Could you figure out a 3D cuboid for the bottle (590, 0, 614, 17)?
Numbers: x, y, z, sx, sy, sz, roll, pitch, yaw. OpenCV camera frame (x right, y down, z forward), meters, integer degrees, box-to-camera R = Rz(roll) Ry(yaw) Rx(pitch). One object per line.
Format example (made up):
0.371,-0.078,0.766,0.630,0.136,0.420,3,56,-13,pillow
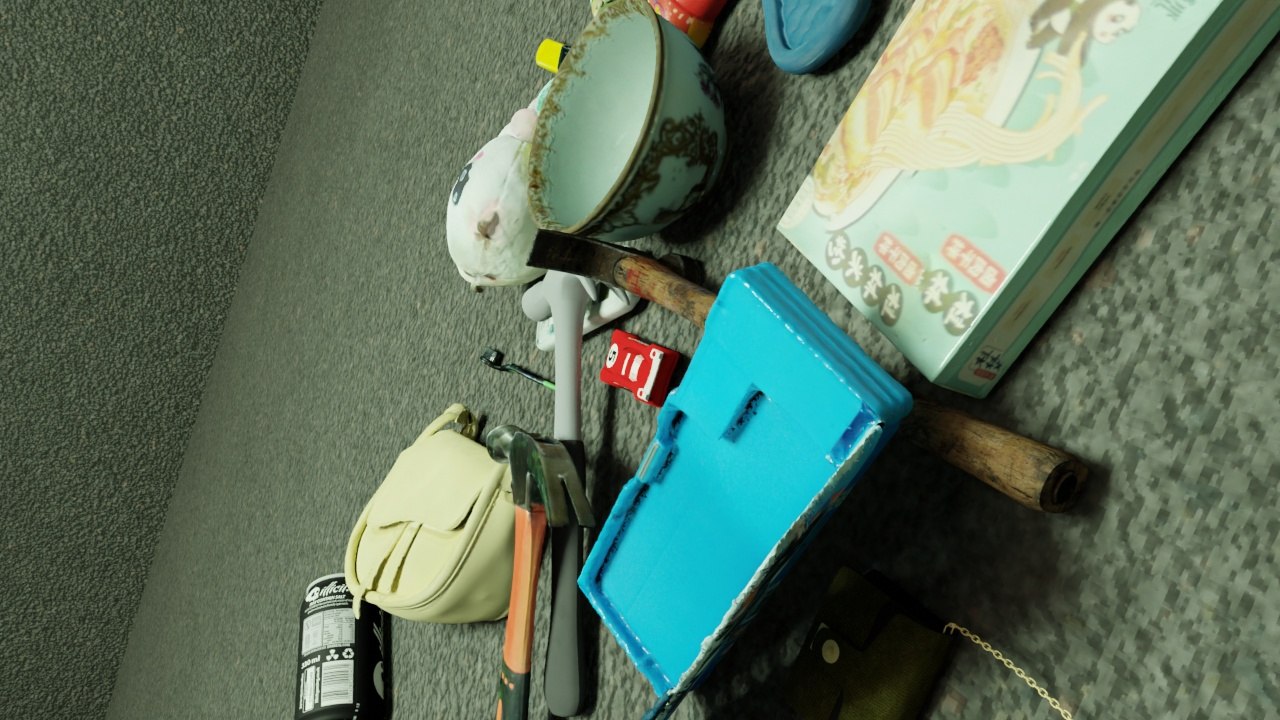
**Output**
-0.022,-0.302,0.775,0.043,0.042,0.109,-45,41,39,bottle

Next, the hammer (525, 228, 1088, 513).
0.062,-0.009,0.462,0.330,0.119,0.033,32,110,51,hammer

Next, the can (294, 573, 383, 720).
-0.293,0.290,0.897,0.080,0.080,0.145,-48,40,35,can

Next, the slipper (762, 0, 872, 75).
0.094,-0.270,0.561,0.104,0.059,0.213,-30,54,52,slipper

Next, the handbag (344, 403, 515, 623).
-0.163,0.133,0.759,0.233,0.088,0.191,10,82,59,handbag

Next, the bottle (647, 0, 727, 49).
0.018,-0.238,0.675,0.134,0.048,0.071,-50,37,34,bottle

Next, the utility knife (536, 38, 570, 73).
-0.060,-0.271,0.841,0.029,0.020,0.174,-66,31,14,utility knife

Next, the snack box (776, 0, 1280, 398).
0.155,-0.101,0.400,0.194,0.044,0.141,-59,36,22,snack box

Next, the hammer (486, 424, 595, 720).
-0.081,0.214,0.604,0.133,0.033,0.333,8,93,61,hammer

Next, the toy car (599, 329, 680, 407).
-0.004,0.004,0.621,0.089,0.025,0.038,24,97,58,toy car

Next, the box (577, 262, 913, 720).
0.013,0.091,0.413,0.114,0.113,0.244,49,137,26,box

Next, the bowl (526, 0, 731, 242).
0.003,-0.146,0.613,0.160,0.093,0.159,-31,52,48,bowl

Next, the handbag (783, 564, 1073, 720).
0.125,0.154,0.351,0.178,0.027,0.084,36,107,55,handbag

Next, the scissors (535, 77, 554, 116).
-0.035,-0.232,0.728,0.012,0.112,0.131,53,135,15,scissors

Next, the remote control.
-0.039,-0.044,0.702,0.134,0.022,0.050,-23,57,52,remote control

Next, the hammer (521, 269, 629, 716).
-0.048,0.078,0.627,0.125,0.029,0.310,-23,64,58,hammer

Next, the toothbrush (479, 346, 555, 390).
-0.100,0.009,0.784,0.188,0.014,0.017,17,83,58,toothbrush

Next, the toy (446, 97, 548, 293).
-0.106,-0.147,0.787,0.139,0.101,0.179,118,164,-63,toy
